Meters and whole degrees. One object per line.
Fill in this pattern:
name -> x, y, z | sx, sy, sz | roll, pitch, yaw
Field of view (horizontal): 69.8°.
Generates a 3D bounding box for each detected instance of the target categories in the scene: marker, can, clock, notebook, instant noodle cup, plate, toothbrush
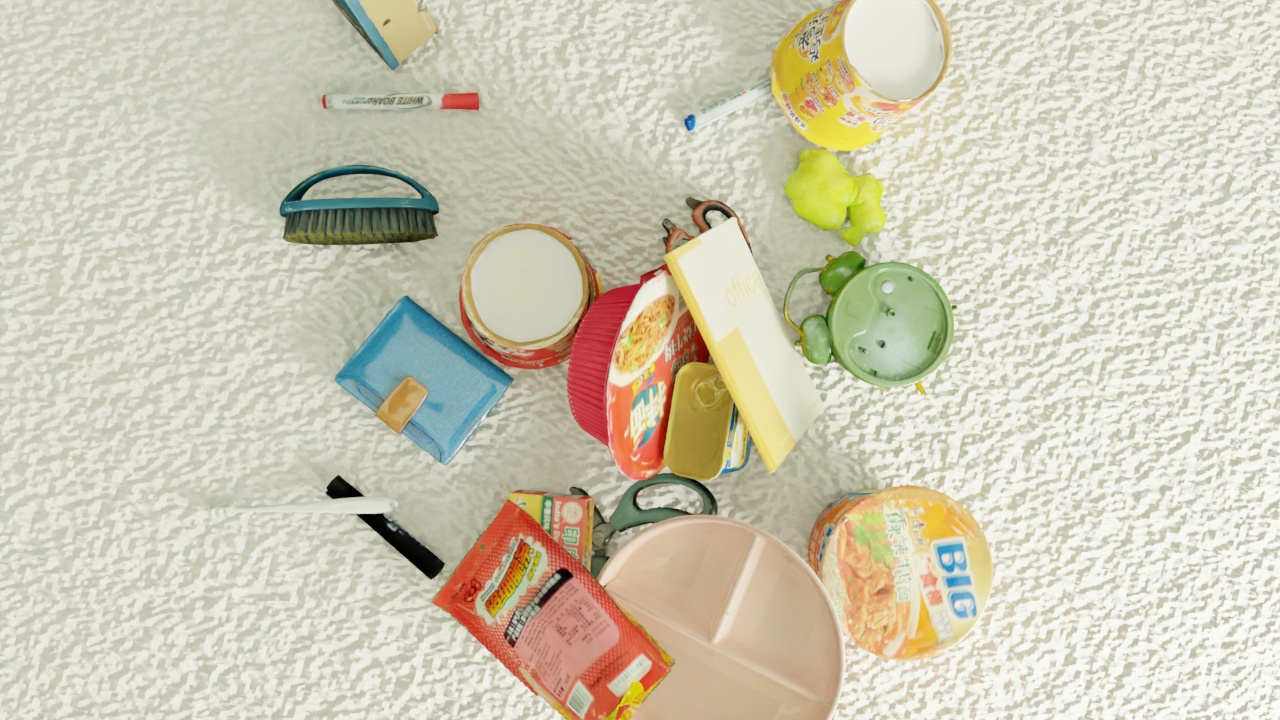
marker -> -0.239, 0.157, 0.856 | 0.132, 0.020, 0.022 | 40, 103, -1
can -> 0.068, 0.055, 0.836 | 0.057, 0.083, 0.102 | 9, 91, 25
clock -> 0.214, -0.038, 0.868 | 0.161, 0.056, 0.116 | 21, 87, -3
notebook -> 0.098, -0.020, 0.821 | 0.010, 0.145, 0.206 | -22, 98, 34
marker -> 0.109, -0.259, 0.887 | 0.145, 0.017, 0.017 | -27, 90, -4
instant noodle cup -> -0.005, 0.005, 0.811 | 0.066, 0.193, 0.194 | 14, 87, 27
marker -> -0.226, -0.245, 0.868 | 0.145, 0.017, 0.017 | -1, 89, -4
instant noodle cup -> 0.205, -0.271, 0.834 | 0.138, 0.110, 0.138 | 0, 89, -15
plate -> 0.063, 0.245, 0.800 | 0.230, 0.028, 0.229 | 1, 94, 18
instant noodle cup -> -0.102, -0.060, 0.825 | 0.138, 0.108, 0.138 | 0, 89, -3
toothbrush -> -0.311, 0.135, 0.841 | 0.180, 0.016, 0.016 | -3, 97, 5
instant noodle cup -> 0.224, 0.183, 0.836 | 0.151, 0.111, 0.151 | 0, 89, -3

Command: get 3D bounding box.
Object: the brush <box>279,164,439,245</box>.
brush -> -0.258, -0.143, 0.844 | 0.144, 0.055, 0.073 | -3, 89, -3

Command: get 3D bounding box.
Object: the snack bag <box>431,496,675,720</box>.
snack bag -> -0.077, 0.230, 0.801 | 0.208, 0.073, 0.129 | 39, 101, 17

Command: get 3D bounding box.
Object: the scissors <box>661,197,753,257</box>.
scissors -> 0.085, -0.046, 0.882 | 0.182, 0.015, 0.209 | 10, 88, -4

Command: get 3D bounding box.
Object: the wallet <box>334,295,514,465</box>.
wallet -> -0.201, 0.019, 0.854 | 0.133, 0.040, 0.106 | 38, 82, -1

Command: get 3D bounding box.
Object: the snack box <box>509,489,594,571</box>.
snack box -> -0.087, 0.201, 0.850 | 0.077, 0.027, 0.155 | 3, 88, 16

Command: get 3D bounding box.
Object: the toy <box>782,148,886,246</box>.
toy -> 0.187, -0.157, 0.882 | 0.100, 0.031, 0.096 | -4, 86, -7

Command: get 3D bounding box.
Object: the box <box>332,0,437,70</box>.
box -> -0.238, -0.326, 0.787 | 0.063, 0.184, 0.090 | -42, 86, -1

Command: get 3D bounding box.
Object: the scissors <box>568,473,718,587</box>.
scissors -> 0.002, 0.185, 0.848 | 0.175, 0.019, 0.170 | -19, 85, 13
